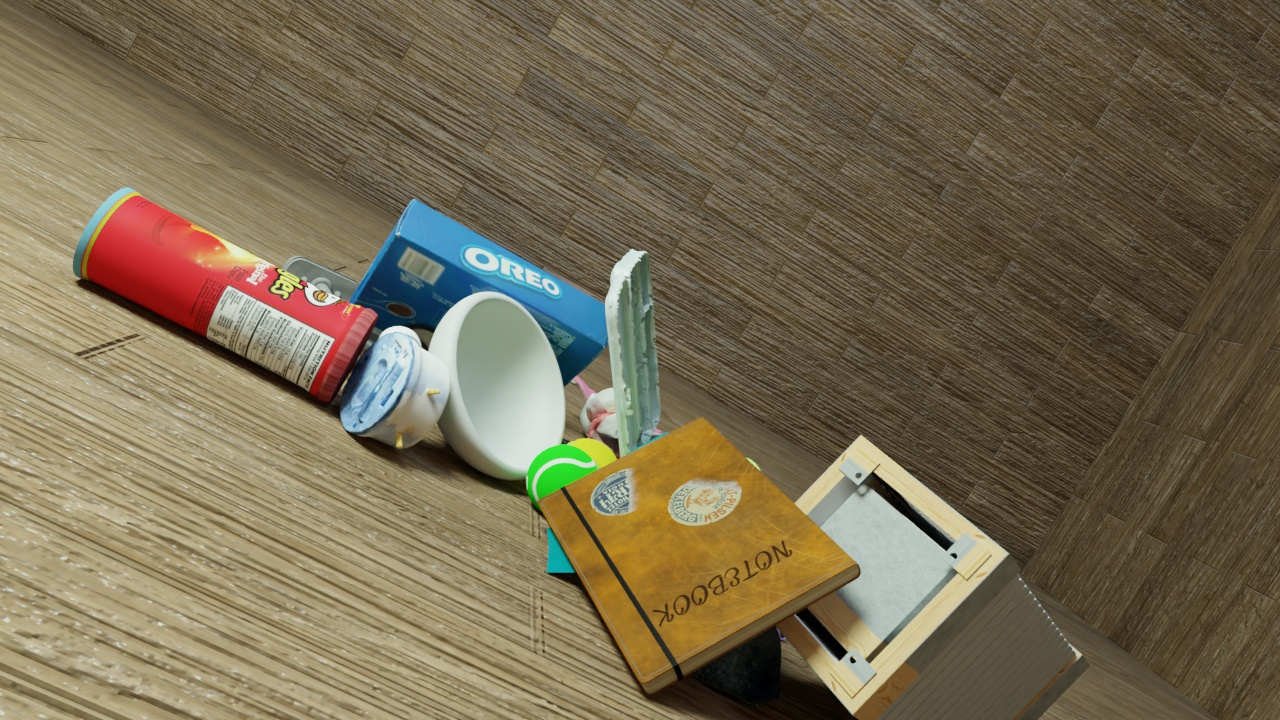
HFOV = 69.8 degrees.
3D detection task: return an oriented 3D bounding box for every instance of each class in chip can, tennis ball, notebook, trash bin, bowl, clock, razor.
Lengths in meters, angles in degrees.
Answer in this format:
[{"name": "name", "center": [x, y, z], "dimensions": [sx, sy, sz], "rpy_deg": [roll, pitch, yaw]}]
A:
[{"name": "chip can", "center": [-0.329, -0.051, 0.743], "dimensions": [0.213, 0.087, 0.087], "rpy_deg": [29, 5, -12]}, {"name": "tennis ball", "center": [-0.069, 0.107, 0.816], "dimensions": [0.065, 0.065, 0.065], "rpy_deg": [30, 5, -3]}, {"name": "tennis ball", "center": [-0.053, 0.109, 0.893], "dimensions": [0.065, 0.065, 0.065], "rpy_deg": [30, 5, -3]}, {"name": "notebook", "center": [0.019, 0.130, 0.690], "dimensions": [0.249, 0.178, 0.014], "rpy_deg": [44, -23, 59]}, {"name": "trash bin", "center": [0.214, 0.202, 0.713], "dimensions": [0.247, 0.142, 0.142], "rpy_deg": [43, 1, -42]}, {"name": "bowl", "center": [0.065, 0.205, 0.695], "dimensions": [0.110, 0.055, 0.110], "rpy_deg": [30, 6, -3]}, {"name": "bowl", "center": [-0.144, 0.028, 0.856], "dimensions": [0.066, 0.176, 0.176], "rpy_deg": [-15, -19, 26]}, {"name": "clock", "center": [-0.206, 0.019, 0.756], "dimensions": [0.052, 0.089, 0.125], "rpy_deg": [33, 4, -40]}, {"name": "razor", "center": [-0.356, -0.066, 1.042], "dimensions": [0.088, 0.047, 0.116], "rpy_deg": [27, 14, -38]}]

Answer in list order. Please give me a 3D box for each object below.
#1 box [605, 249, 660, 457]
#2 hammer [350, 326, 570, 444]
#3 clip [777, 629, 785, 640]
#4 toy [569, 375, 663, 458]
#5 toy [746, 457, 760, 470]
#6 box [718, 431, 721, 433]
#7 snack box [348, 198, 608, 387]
[{"name": "box", "center": [-0.010, 0.005, 0.944], "dimensions": [0.045, 0.210, 0.191], "rpy_deg": [-1, 23, 10]}, {"name": "hammer", "center": [-0.166, 0.055, 0.965], "dimensions": [0.322, 0.043, 0.156], "rpy_deg": [30, 4, -41]}, {"name": "clip", "center": [0.118, 0.246, 0.851], "dimensions": [0.043, 0.014, 0.051], "rpy_deg": [37, 5, 38]}, {"name": "toy", "center": [-0.037, 0.080, 1.220], "dimensions": [0.159, 0.084, 0.194], "rpy_deg": [36, 3, -4]}, {"name": "toy", "center": [0.037, 0.123, 0.853], "dimensions": [0.197, 0.150, 0.107], "rpy_deg": [47, 27, -65]}, {"name": "box", "center": [0.033, 0.117, 1.077], "dimensions": [0.094, 0.111, 0.231], "rpy_deg": [32, 5, 10]}, {"name": "snack box", "center": [-0.177, -0.037, 0.967], "dimensions": [0.238, 0.196, 0.056], "rpy_deg": [28, 47, -20]}]
